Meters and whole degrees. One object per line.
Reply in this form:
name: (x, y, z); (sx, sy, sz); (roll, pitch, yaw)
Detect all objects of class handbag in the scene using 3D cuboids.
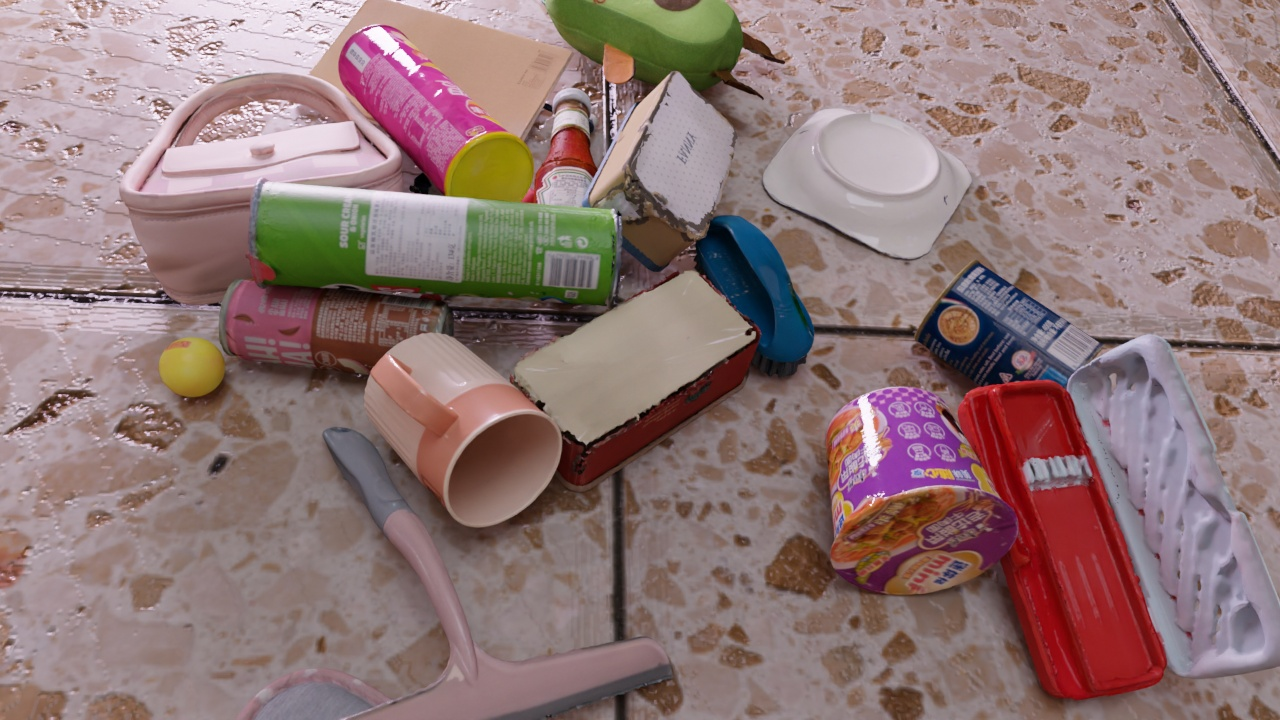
handbag: (-0.292, -0.158, 0.724); (0.193, 0.094, 0.234); (-11, 47, -16)

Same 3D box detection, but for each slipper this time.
slipper: (-0.095, 0.245, 0.449); (0.274, 0.055, 0.113); (32, 55, 17)

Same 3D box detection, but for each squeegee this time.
squeegee: (-0.137, 0.107, 0.533); (0.247, 0.040, 0.249); (-4, 37, -39)

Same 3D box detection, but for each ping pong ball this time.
ping pong ball: (-0.301, 0.004, 0.615); (0.040, 0.040, 0.040); (3, 53, -5)

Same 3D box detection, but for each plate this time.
plate: (0.207, -0.173, 0.819); (0.164, 0.034, 0.163); (29, 56, 14)

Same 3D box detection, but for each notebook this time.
notebook: (-0.185, -0.261, 0.835); (0.211, 0.012, 0.149); (18, 61, 8)

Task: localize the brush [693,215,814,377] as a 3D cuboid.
brush: (0.085, -0.058, 0.691); (0.055, 0.074, 0.143); (-16, 57, -15)

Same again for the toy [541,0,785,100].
toy: (0.016, -0.314, 0.868); (0.247, 0.090, 0.226); (20, 45, 3)

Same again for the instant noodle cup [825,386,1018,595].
instant noodle cup: (0.168, 0.077, 0.582); (0.111, 0.112, 0.099); (3, 45, -5)

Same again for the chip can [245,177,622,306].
chip can: (-0.133, -0.077, 0.618); (0.236, 0.072, 0.072); (3, 53, -10)

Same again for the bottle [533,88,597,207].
bottle: (-0.059, -0.147, 0.749); (0.060, 0.060, 0.205); (3, 52, -5)

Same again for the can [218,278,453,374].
can: (-0.207, -0.021, 0.635); (0.147, 0.058, 0.057); (7, 52, -2)

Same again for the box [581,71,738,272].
box: (0.022, -0.158, 0.738); (0.090, 0.061, 0.183); (41, 40, -17)

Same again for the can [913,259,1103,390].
can: (0.271, -0.013, 0.678); (0.111, 0.075, 0.075); (40, 58, 21)

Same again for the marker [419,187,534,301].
marker: (-0.125, -0.090, 0.725); (0.017, 0.017, 0.144); (27, 55, 13)

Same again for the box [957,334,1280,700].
box: (0.285, 0.093, 0.556); (0.118, 0.098, 0.201); (-7, 67, -7)

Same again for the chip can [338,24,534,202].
chip can: (-0.165, -0.192, 0.723); (0.071, 0.072, 0.210); (-25, 51, -24)

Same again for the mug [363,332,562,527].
mug: (-0.120, 0.034, 0.561); (0.106, 0.114, 0.081); (36, 84, 37)

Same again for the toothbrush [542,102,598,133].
toothbrush: (-0.118, -0.252, 0.850); (0.181, 0.016, 0.018); (27, 48, 12)

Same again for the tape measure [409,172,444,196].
tape measure: (-0.143, -0.139, 0.749); (0.066, 0.034, 0.065); (30, 57, 18)

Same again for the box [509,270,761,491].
box: (-0.004, 0.004, 0.631); (0.168, 0.076, 0.091); (-31, 63, -27)
